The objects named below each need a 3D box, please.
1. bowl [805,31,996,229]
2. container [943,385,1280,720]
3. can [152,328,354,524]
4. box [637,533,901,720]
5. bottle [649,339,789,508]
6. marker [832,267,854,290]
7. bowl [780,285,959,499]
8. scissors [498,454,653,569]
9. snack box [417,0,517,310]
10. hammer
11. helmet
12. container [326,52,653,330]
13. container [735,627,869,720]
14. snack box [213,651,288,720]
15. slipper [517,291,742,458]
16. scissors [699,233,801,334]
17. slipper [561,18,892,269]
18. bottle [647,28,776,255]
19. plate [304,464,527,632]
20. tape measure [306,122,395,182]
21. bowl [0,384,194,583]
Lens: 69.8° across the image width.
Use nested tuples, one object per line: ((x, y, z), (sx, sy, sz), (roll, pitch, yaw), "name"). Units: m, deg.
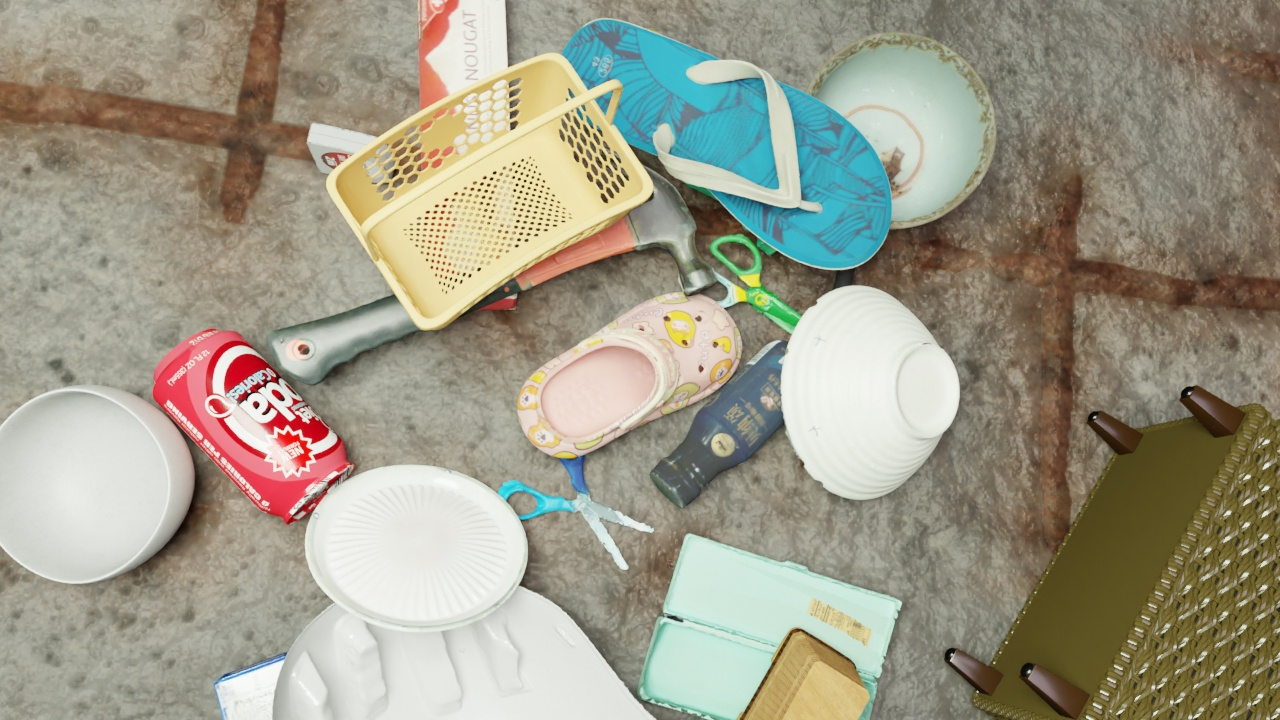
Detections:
((0.205, -0.182, 0.777), (0.160, 0.094, 0.160), (0, 88, 2), "bowl")
((0.413, 0.192, 0.716), (0.205, 0.177, 0.320), (37, 76, 2), "container")
((-0.282, 0.047, 0.670), (0.074, 0.074, 0.142), (-44, 89, -14), "can")
((0.103, 0.227, 0.727), (0.186, 0.033, 0.136), (20, 78, -6), "box")
((0.076, 0.051, 0.740), (0.160, 0.056, 0.056), (-43, 89, -14), "bottle")
((0.169, -0.036, 0.791), (0.015, 0.018, 0.133), (21, 76, -26), "marker")
((0.201, 0.024, 0.728), (0.177, 0.071, 0.177), (2, 86, -32), "bowl")
((-0.041, 0.104, 0.732), (0.133, 0.015, 0.104), (23, 75, -5), "scissors")
((-0.143, -0.177, 0.749), (0.076, 0.044, 0.272), (-1, 81, -11), "snack box")
((-0.113, -0.060, 0.699), (0.332, 0.033, 0.133), (-23, 87, -13), "hammer")
((-0.111, 0.265, 0.593), (0.282, 0.184, 0.223), (48, 36, 7), "helmet")
((-0.100, -0.116, 0.610), (0.183, 0.167, 0.129), (-33, 88, -13), "container")
((0.119, 0.266, 0.682), (0.063, 0.061, 0.114), (33, 82, -4), "container")
((-0.237, 0.321, 0.638), (0.059, 0.059, 0.226), (-16, 84, -15), "snack box")
((-0.004, 0.004, 0.720), (0.197, 0.082, 0.093), (-27, 84, -16), "slipper")
((0.098, -0.048, 0.778), (0.130, 0.014, 0.071), (43, 105, -12), "scissors")
((0.068, -0.178, 0.707), (0.295, 0.060, 0.118), (30, 89, 3), "slipper")
((0.055, -0.179, 0.772), (0.068, 0.068, 0.209), (-41, 89, -14), "bottle")
((-0.159, 0.133, 0.660), (0.157, 0.014, 0.156), (12, 34, -8), "plate")
((-0.227, -0.163, 0.724), (0.062, 0.060, 0.020), (11, 78, -7), "tape measure")
((-0.379, 0.084, 0.646), (0.132, 0.064, 0.132), (0, 90, 1), "bowl")
